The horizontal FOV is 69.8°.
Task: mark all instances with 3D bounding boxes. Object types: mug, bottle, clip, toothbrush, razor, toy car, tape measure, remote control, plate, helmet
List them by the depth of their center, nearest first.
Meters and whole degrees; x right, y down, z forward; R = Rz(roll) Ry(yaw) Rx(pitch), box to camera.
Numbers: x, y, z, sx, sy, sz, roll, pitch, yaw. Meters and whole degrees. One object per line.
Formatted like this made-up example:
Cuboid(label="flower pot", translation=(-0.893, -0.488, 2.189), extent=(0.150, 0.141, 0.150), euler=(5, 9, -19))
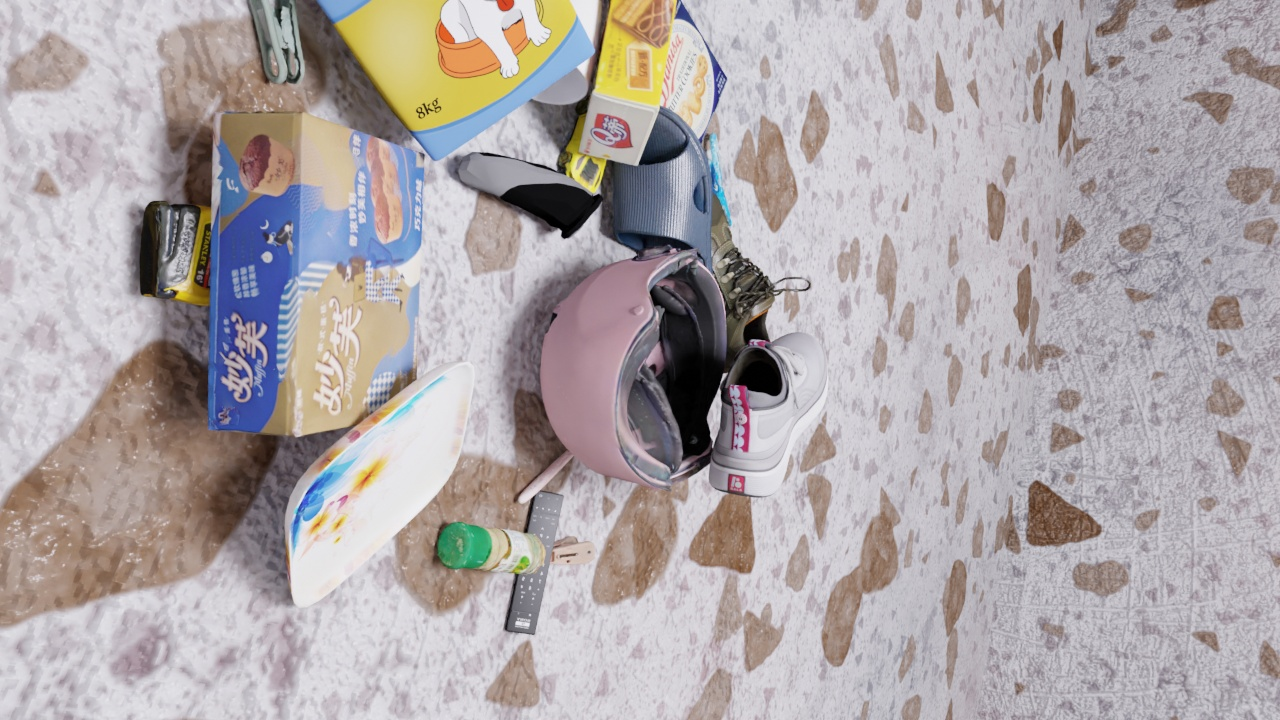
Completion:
Cuboid(label="tape measure", translation=(-0.295, -0.070, 0.608), extent=(0.064, 0.037, 0.065), euler=(-1, 97, -53))
Cuboid(label="clip", translation=(-0.262, -0.235, 0.645), extent=(0.049, 0.023, 0.078), euler=(-3, 94, -51))
Cuboid(label="plate", translation=(-0.199, 0.091, 0.699), extent=(0.186, 0.016, 0.187), euler=(-44, 163, -41))
Cuboid(label="mug", translation=(-0.092, -0.300, 0.831), extent=(0.114, 0.081, 0.087), euler=(20, 71, -21))
Cuboid(label="razor", translation=(-0.103, -0.158, 0.845), extent=(0.156, 0.057, 0.060), euler=(24, 46, -44))
Cuboid(label="bottle", translation=(-0.136, 0.176, 0.851), extent=(0.111, 0.043, 0.043), euler=(24, 75, -53))
Cuboid(label="helmet", translation=(-0.005, 0.005, 0.910), extent=(0.254, 0.153, 0.230), euler=(-51, 136, -49))
Cuboid(label="remote control", translation=(-0.105, 0.200, 0.911), extent=(0.030, 0.009, 0.140), euler=(14, 82, -19))
Cuboid(label="toy car", translation=(-0.050, -0.219, 0.927), extent=(0.049, 0.030, 0.106), euler=(32, 68, -49))
Cuboid(label="toothbrush", translation=(-0.070, 0.089, 0.950), extent=(0.180, 0.016, 0.018), euler=(-44, 121, -42))
Cuboid(label="clip", translation=(-0.079, 0.197, 0.950), extent=(0.060, 0.040, 0.024), euler=(4, 91, -30))

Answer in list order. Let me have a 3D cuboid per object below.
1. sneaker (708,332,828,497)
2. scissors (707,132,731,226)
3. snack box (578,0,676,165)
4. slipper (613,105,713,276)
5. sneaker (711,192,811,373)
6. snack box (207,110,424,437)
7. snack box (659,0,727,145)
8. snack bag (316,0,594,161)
Cuboid(label="sneaker", translation=(0.134, 0.019, 0.953), extent=(0.262, 0.097, 0.129), euler=(-52, 145, -51))
Cuboid(label="scissors", translation=(0.095, -0.201, 1.114), extent=(0.114, 0.013, 0.140), euler=(-65, 148, -63))
Cuboid(label="snack box", translation=(-0.004, -0.317, 0.878), extent=(0.110, 0.061, 0.230), euler=(124, -24, -71))
Cuboid(label="slipper", translation=(0.023, -0.134, 0.970), extent=(0.082, 0.101, 0.264), euler=(-50, 137, -50))
Cuboid(label="sneaker", translation=(0.112, -0.086, 1.066), extent=(0.100, 0.143, 0.238), euler=(-40, 124, -43))
Cuboid(label="snack box", translation=(-0.221, -0.057, 0.643), extent=(0.155, 0.069, 0.203), euler=(-8, 101, -74))
Cuboid(label="snack box", translation=(0.028, -0.302, 1.009), extent=(0.145, 0.043, 0.144), euler=(44, 61, -47))
Cuboid(label="snack bag", translation=(-0.153, -0.277, 0.672), extent=(0.159, 0.102, 0.205), euler=(-34, 122, 1))
